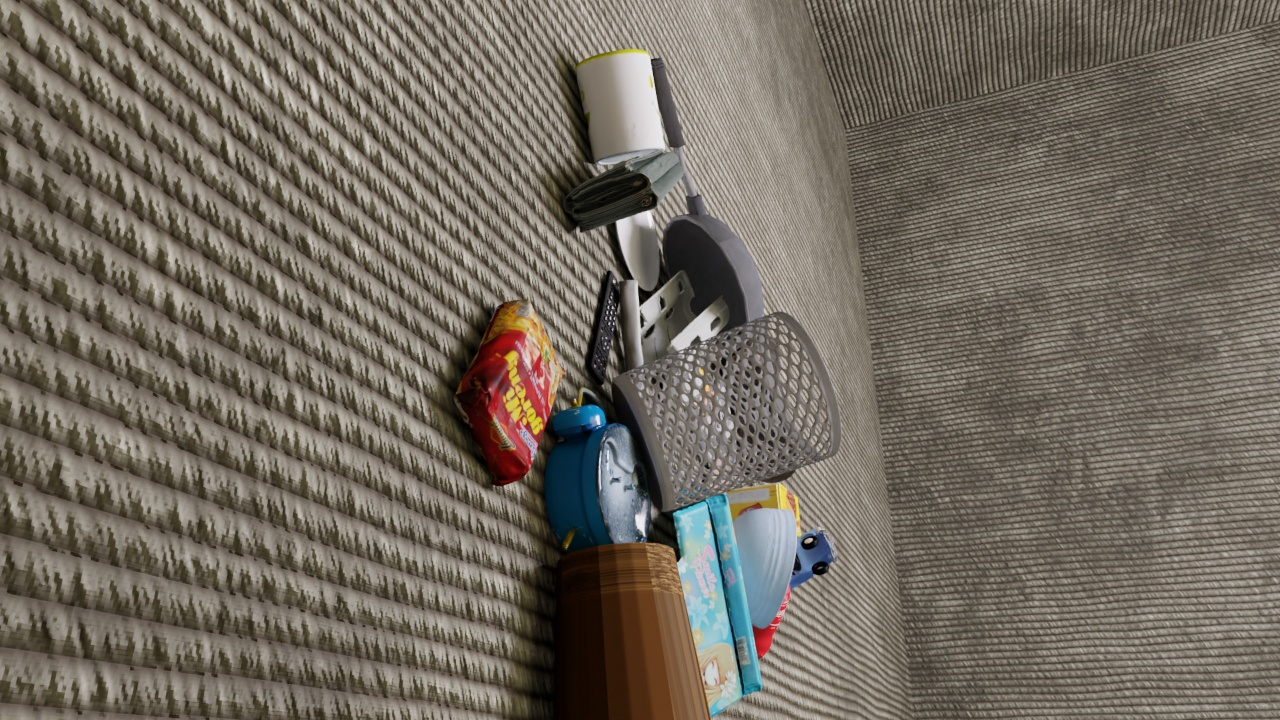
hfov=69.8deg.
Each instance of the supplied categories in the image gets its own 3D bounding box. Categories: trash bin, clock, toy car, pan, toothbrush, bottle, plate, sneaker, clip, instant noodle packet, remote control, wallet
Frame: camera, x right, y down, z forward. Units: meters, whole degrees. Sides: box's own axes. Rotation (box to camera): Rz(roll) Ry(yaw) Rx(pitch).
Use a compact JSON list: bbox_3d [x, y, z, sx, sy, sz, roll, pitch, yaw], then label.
[{"bbox_3d":[0.079,0.054,0.911,0.156,0.183,0.156,160,-89,-80],"label":"trash bin"},{"bbox_3d":[-0.037,0.101,0.821,0.117,0.060,0.161,47,37,-54],"label":"clock"},{"bbox_3d":[0.198,0.285,1.263,0.056,0.153,0.055,66,-13,-14],"label":"toy car"},{"bbox_3d":[0.068,-0.179,1.086,0.179,0.041,0.357,27,-41,58],"label":"pan"},{"bbox_3d":[-0.006,0.006,0.992,0.024,0.022,0.185,-11,96,-59],"label":"toothbrush"},{"bbox_3d":[0.169,0.327,1.210,0.041,0.042,0.142,-26,136,-69],"label":"bottle"},{"bbox_3d":[-0.007,-0.147,1.082,0.134,0.011,0.134,-10,90,-70],"label":"plate"},{"bbox_3d":[0.183,0.070,1.385,0.119,0.095,0.235,-70,141,-60],"label":"sneaker"},{"bbox_3d":[0.056,-0.016,1.062,0.126,0.105,0.152,-41,119,-45],"label":"clip"},{"bbox_3d":[-0.099,0.022,0.721,0.135,0.040,0.099,-74,155,-51],"label":"instant noodle packet"},{"bbox_3d":[0.099,0.082,1.247,0.150,0.019,0.074,-39,117,-67],"label":"remote control"},{"bbox_3d":[-0.037,-0.036,0.953,0.030,0.009,0.139,61,28,-42],"label":"remote control"},{"bbox_3d":[-0.015,-0.180,0.950,0.131,0.100,0.054,-51,125,-65],"label":"wallet"}]

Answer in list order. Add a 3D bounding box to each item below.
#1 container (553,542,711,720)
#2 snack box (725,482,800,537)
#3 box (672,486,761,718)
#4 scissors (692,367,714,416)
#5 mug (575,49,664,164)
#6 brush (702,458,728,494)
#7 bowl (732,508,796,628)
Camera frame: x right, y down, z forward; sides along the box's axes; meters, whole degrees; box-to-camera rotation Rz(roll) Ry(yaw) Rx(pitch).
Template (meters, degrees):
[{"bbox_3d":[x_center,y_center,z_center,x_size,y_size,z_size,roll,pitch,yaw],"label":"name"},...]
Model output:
[{"bbox_3d":[-0.011,0.242,0.737,0.132,0.132,0.167,43,36,-58],"label":"container"},{"bbox_3d":[0.171,0.216,1.283,0.105,0.084,0.061,40,43,-59],"label":"snack box"},{"bbox_3d":[0.079,0.262,1.010,0.171,0.084,0.227,-20,100,-77],"label":"box"},{"bbox_3d":[0.073,0.016,1.210,0.065,0.013,0.128,30,39,-38],"label":"scissors"},{"bbox_3d":[-0.021,-0.275,1.002,0.082,0.083,0.106,-22,102,-69],"label":"mug"},{"bbox_3d":[0.085,0.177,1.178,0.135,0.015,0.050,-50,127,-57],"label":"brush"},{"bbox_3d":[0.134,0.251,1.147,0.150,0.075,0.150,-167,-87,-86],"label":"bowl"}]
